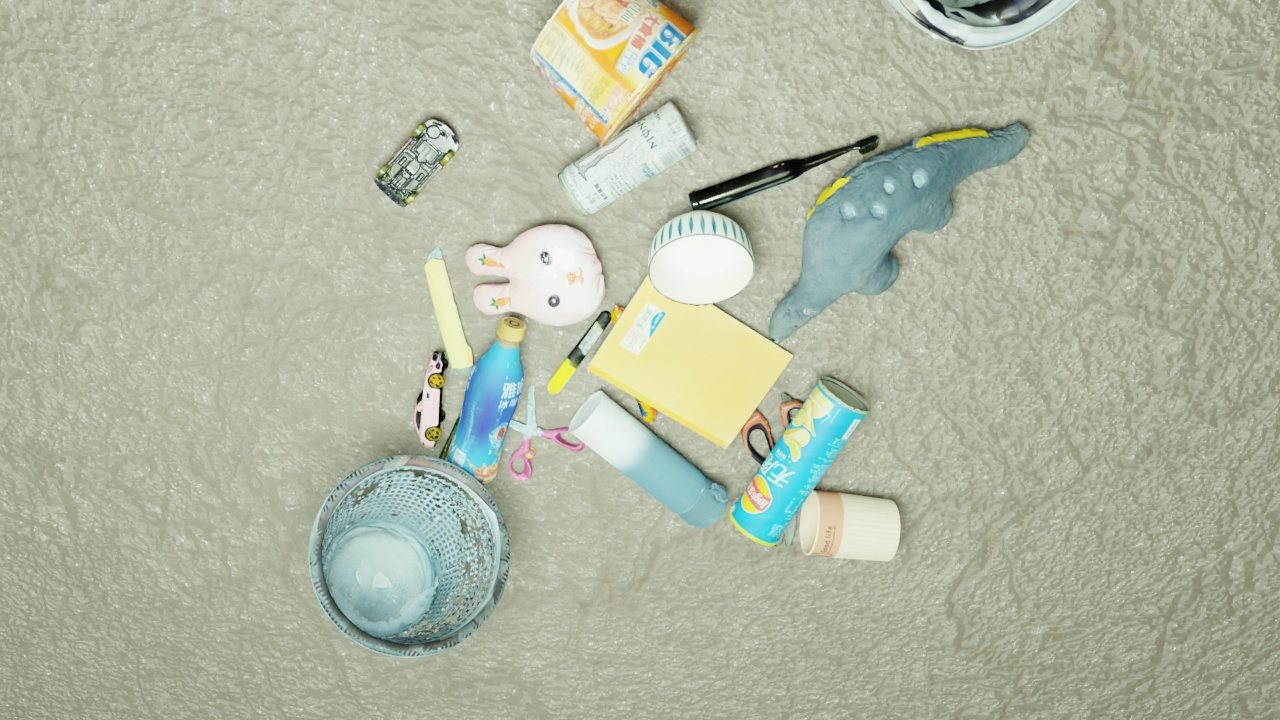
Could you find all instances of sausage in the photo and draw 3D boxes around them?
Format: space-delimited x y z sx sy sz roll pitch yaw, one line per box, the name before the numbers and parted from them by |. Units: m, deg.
sausage | -0.007 0.006 1.103 0.021 0.021 0.165 -14 113 7

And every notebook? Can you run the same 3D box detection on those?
notebook | 0.060 0.001 1.089 0.206 0.010 0.146 30 103 -16

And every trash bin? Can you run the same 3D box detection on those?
trash bin | -0.296 0.245 1.102 0.226 0.226 0.196 33 147 -14

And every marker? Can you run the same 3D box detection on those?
marker | -0.073 -0.010 1.102 0.018 0.015 0.124 33 107 -14

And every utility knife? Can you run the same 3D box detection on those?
utility knife | -0.226 -0.054 1.082 0.031 0.018 0.163 -11 115 1

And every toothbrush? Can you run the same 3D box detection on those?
toothbrush | -0.209 0.054 1.132 0.017 0.012 0.186 23 112 -16
toothbrush | 0.157 -0.205 1.006 0.213 0.026 0.027 -18 146 7

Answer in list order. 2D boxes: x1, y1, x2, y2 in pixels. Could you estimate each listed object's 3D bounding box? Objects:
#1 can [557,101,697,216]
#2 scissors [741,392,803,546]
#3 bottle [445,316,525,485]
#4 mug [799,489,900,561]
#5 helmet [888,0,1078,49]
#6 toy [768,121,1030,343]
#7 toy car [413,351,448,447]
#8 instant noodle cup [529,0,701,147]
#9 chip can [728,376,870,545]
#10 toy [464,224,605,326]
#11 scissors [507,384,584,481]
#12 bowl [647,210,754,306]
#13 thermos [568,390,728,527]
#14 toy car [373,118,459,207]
can | -0.014 -0.215 0.984 0.147 0.058 0.058 -29 111 13
scissors | 0.169 0.146 1.169 0.193 0.015 0.207 31 111 -14
bottle | -0.179 0.048 1.092 0.065 0.065 0.219 17 116 -7
mug | 0.262 0.219 1.172 0.106 0.081 0.115 6 141 -4
helmet | 0.303 -0.422 0.842 0.229 0.145 0.258 -34 101 13
toy | 0.257 -0.151 1.002 0.357 0.091 0.137 -43 135 19
toy car | -0.253 0.047 1.106 0.037 0.056 0.122 5 114 -10
instant noodle cup | -0.030 -0.304 0.903 0.111 0.151 0.152 41 108 -8
chip can | 0.190 0.123 1.111 0.071 0.071 0.211 26 111 -11
toy | -0.121 -0.094 1.046 0.159 0.054 0.121 -5 114 12
scissors | -0.131 0.093 1.148 0.135 0.017 0.133 6 111 2
bowl | 0.066 -0.122 1.011 0.116 0.066 0.117 0 144 0
thermos | 0.014 0.126 1.135 0.220 0.070 0.070 39 109 -16
toy car | -0.241 -0.217 1.000 0.049 0.031 0.106 41 109 -17
